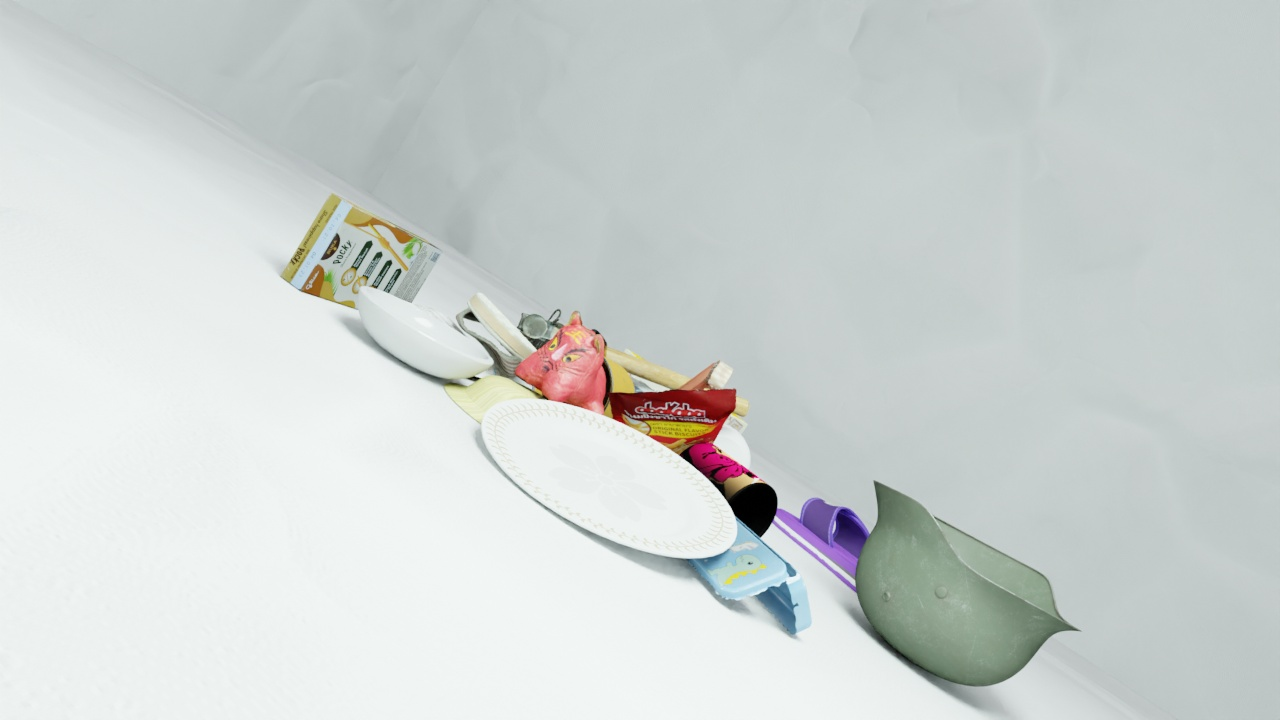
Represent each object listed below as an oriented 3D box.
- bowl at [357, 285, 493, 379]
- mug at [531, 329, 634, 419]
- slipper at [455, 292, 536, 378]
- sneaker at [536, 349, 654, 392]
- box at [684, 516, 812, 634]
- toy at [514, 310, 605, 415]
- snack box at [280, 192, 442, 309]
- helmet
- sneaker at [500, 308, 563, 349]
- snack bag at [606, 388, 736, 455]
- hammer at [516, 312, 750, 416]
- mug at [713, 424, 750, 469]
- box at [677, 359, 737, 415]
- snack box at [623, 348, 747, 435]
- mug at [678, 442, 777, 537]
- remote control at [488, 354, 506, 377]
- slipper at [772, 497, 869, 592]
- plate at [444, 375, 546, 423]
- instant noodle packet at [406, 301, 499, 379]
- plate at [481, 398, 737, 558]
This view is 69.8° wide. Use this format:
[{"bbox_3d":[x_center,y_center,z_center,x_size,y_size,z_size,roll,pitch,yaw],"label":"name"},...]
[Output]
[{"bbox_3d":[-0.222,-0.019,0.916,0.149,0.043,0.149,31,2,-2],"label":"bowl"},{"bbox_3d":[-0.061,0.027,1.100,0.101,0.123,0.094,11,-7,21],"label":"mug"},{"bbox_3d":[-0.174,-0.025,1.125,0.115,0.052,0.263,45,-4,1],"label":"slipper"},{"bbox_3d":[-0.061,0.041,1.246,0.235,0.087,0.079,29,-3,29],"label":"sneaker"},{"bbox_3d":[0.070,0.181,0.840,0.085,0.073,0.209,-12,19,-20],"label":"box"},{"bbox_3d":[-0.058,0.009,0.969,0.088,0.094,0.133,33,0,22],"label":"toy"},{"bbox_3d":[-0.302,-0.108,1.017,0.032,0.101,0.186,33,3,18],"label":"snack box"},{"bbox_3d":[0.334,0.260,0.997,0.227,0.154,0.268,29,-1,-28],"label":"helmet"},{"bbox_3d":[-0.130,-0.021,1.407,0.143,0.101,0.238,36,-4,-21],"label":"sneaker"},{"bbox_3d":[0.029,0.072,1.057,0.139,0.066,0.208,6,-27,-1],"label":"snack bag"},{"bbox_3d":[-0.007,0.007,1.220,0.330,0.033,0.132,22,-2,-12],"label":"hammer"},{"bbox_3d":[0.107,0.129,1.329,0.068,0.094,0.115,-89,159,-85],"label":"mug"},{"bbox_3d":[0.072,0.052,1.119,0.071,0.056,0.187,60,-23,5],"label":"box"},{"bbox_3d":[0.043,0.085,1.380,0.230,0.110,0.061,30,7,-33],"label":"snack box"},{"bbox_3d":[0.074,0.149,1.001,0.117,0.082,0.098,-4,25,-34],"label":"mug"},{"bbox_3d":[-0.219,-0.013,1.156,0.125,0.018,0.038,32,3,-29],"label":"remote control"},{"bbox_3d":[0.301,0.264,1.342,0.107,0.084,0.266,31,3,-29],"label":"slipper"},{"bbox_3d":[-0.108,0.057,0.926,0.184,0.036,0.184,32,2,-2],"label":"plate"},{"bbox_3d":[-0.218,-0.022,1.064,0.134,0.026,0.087,44,7,23],"label":"instant noodle packet"},{"bbox_3d":[-0.028,0.103,0.804,0.242,0.016,0.242,24,16,-7],"label":"plate"}]
